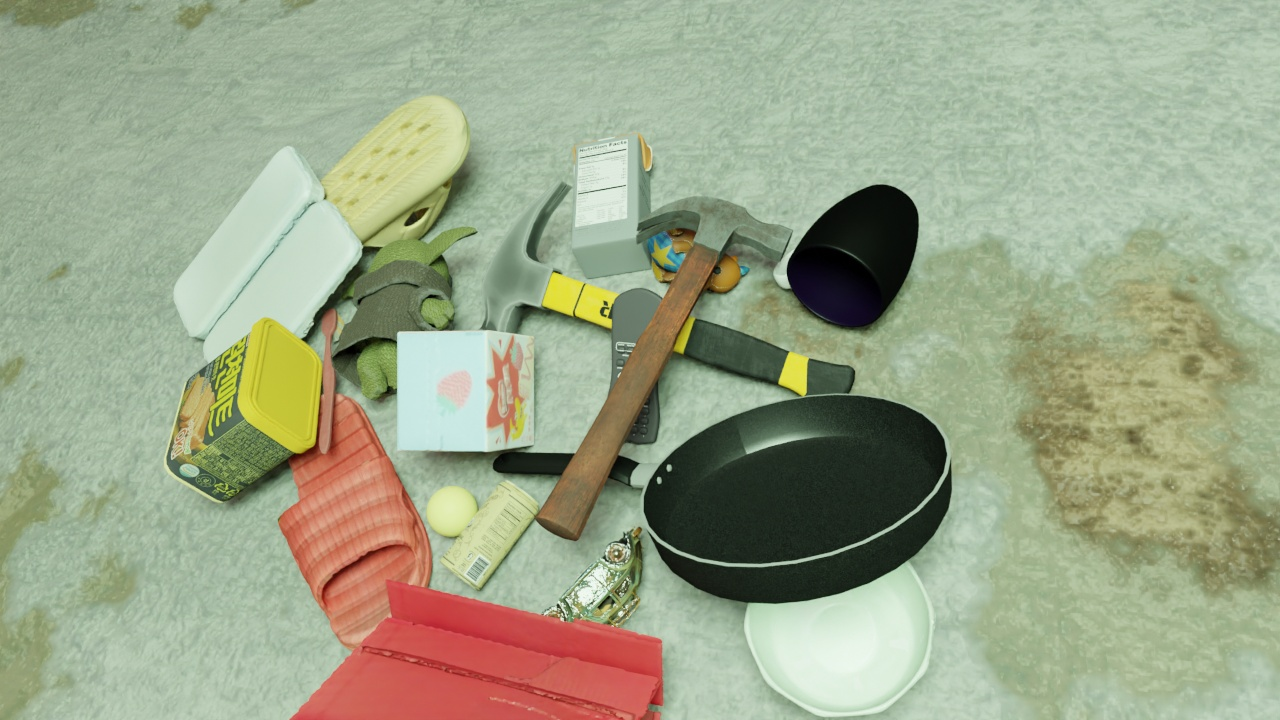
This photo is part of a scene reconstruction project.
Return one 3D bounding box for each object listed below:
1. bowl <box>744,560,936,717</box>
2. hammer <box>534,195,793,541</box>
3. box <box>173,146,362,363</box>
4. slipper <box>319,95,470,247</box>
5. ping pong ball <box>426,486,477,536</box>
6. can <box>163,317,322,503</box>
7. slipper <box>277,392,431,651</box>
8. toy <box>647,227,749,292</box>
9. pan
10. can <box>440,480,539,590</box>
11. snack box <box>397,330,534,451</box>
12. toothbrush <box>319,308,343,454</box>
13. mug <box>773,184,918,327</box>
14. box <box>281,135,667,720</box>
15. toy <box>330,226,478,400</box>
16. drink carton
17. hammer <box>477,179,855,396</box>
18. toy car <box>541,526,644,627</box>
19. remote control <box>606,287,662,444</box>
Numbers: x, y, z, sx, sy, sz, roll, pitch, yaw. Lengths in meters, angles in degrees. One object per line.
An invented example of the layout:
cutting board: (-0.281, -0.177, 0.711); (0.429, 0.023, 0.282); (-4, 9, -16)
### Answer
bowl: (0.130, 0.175, 0.595); (0.117, 0.061, 0.117); (-8, 58, 13)
hammer: (0.007, -0.005, 0.671); (0.111, 0.028, 0.299); (24, 62, 10)
box: (-0.369, -0.087, 0.889); (0.209, 0.037, 0.190); (-46, 56, 12)
slipper: (-0.254, -0.159, 0.906); (0.262, 0.079, 0.111); (-31, 61, 21)
ping pong ball: (-0.149, 0.120, 0.727); (0.040, 0.040, 0.040); (-8, 58, 13)
can: (-0.340, 0.043, 0.790); (0.101, 0.072, 0.130); (-33, 39, 13)
slipper: (-0.244, 0.115, 0.750); (0.103, 0.059, 0.248); (-30, 55, -1)
toy: (0.059, -0.101, 0.799); (0.090, 0.071, 0.102); (39, 54, 19)
pan: (0.039, 0.089, 0.652); (0.356, 0.044, 0.203); (-3, 26, 33)
can: (-0.115, 0.134, 0.709); (0.038, 0.038, 0.079); (28, 72, 29)
snack box: (-0.136, 0.024, 0.729); (0.079, 0.094, 0.093); (-1, 88, 17)
toothbrush: (-0.277, 0.016, 0.818); (0.015, 0.016, 0.184); (-24, 44, 7)
mug: (0.164, -0.089, 0.739); (0.119, 0.085, 0.100); (-3, 40, 50)
box: (-0.093, 0.111, 0.568); (0.215, 0.138, 0.467); (7, 96, 20)
toy: (-0.215, -0.039, 0.817); (0.180, 0.078, 0.152); (-20, 48, 33)
drink carton: (-0.025, -0.143, 0.838); (0.076, 0.048, 0.124); (-8, 59, 13)
hammer: (0.016, -0.033, 0.748); (0.325, 0.034, 0.170); (20, 94, 19)
toy car: (-0.028, 0.170, 0.656); (0.047, 0.047, 0.111); (43, 74, 13)
remote control: (-0.004, 0.004, 0.731); (0.046, 0.009, 0.124); (5, 94, 18)
